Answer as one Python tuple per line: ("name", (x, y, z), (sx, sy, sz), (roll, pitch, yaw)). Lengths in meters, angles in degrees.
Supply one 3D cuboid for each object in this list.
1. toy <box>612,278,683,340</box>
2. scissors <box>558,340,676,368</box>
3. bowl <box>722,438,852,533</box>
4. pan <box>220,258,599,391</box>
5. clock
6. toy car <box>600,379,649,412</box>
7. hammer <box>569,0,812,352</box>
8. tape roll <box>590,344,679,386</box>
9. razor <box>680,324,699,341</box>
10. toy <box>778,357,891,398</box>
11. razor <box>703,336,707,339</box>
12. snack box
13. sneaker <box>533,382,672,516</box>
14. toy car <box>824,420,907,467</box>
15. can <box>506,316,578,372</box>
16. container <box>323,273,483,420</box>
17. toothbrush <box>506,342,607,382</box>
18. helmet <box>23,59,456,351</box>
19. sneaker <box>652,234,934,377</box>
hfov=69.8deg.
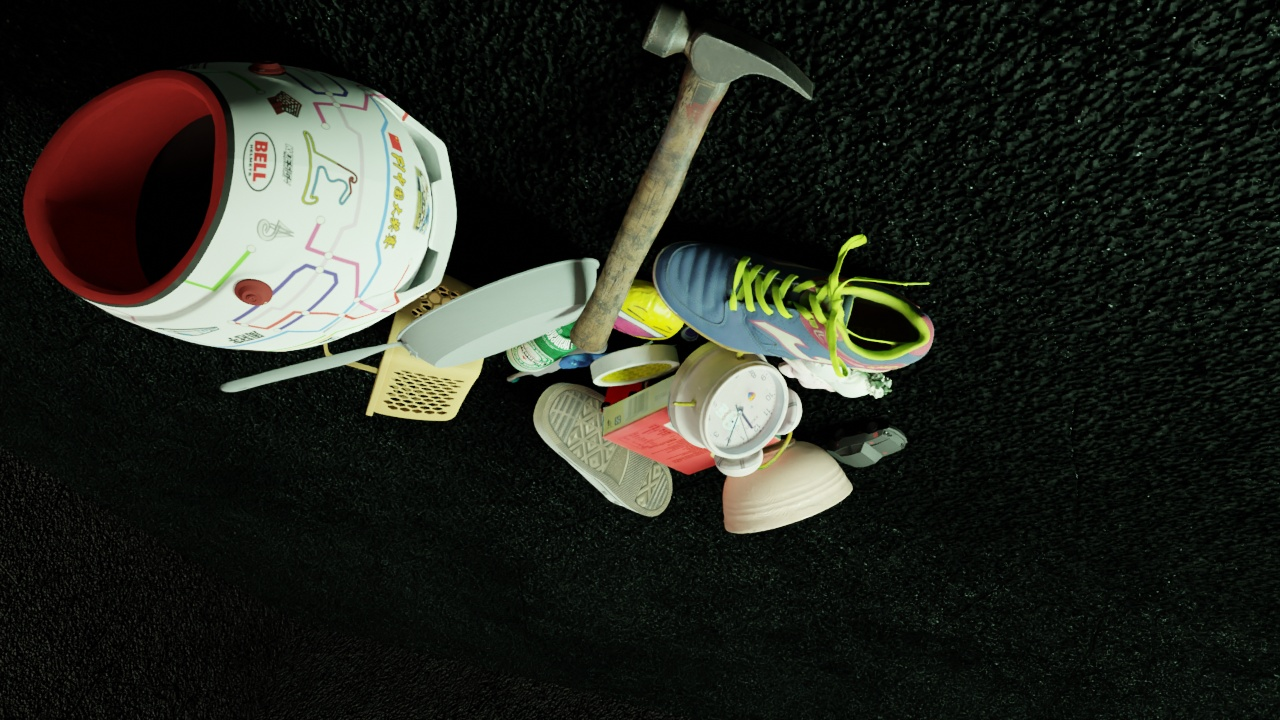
("toy", (-0.002, -0.050, 0.905), (0.095, 0.041, 0.094), (30, 154, -32))
("scissors", (-0.029, -0.004, 0.979), (0.118, 0.014, 0.130), (-2, 171, -35))
("bowl", (0.158, 0.135, 1.052), (0.153, 0.152, 0.076), (-19, 91, 47))
("pan", (-0.200, -0.018, 0.847), (0.356, 0.051, 0.201), (-22, 177, -12))
("clock", (0.100, 0.052, 0.925), (0.158, 0.116, 0.059), (50, 172, -36))
("toy car", (-0.015, 0.036, 1.057), (0.025, 0.038, 0.090), (31, 148, -26))
("hammer", (0.012, -0.113, 0.728), (0.120, 0.033, 0.331), (22, 137, -6))
("tape roll", (-0.006, 0.006, 0.973), (0.094, 0.019, 0.094), (-11, 167, -3))
("razor", (0.068, -0.051, 0.886), (0.044, 0.018, 0.141), (22, 150, -6))
("toy", (0.182, 0.007, 0.897), (0.095, 0.041, 0.109), (32, 161, -22))
("razor", (0.119, -0.039, 0.858), (0.144, 0.021, 0.044), (-9, 160, 23))
("snack box", (0.057, 0.072, 1.024), (0.145, 0.040, 0.143), (28, 140, -36))
("sneaker", (-0.059, 0.111, 1.173), (0.097, 0.091, 0.245), (9, 154, 46))
("toy car", (0.247, 0.095, 1.006), (0.042, 0.036, 0.092), (35, 147, -26))
("can", (-0.104, -0.023, 0.995), (0.053, 0.053, 0.101), (32, 147, -22))
("container", (-0.263, -0.021, 1.011), (0.167, 0.129, 0.184), (16, 154, -15))
("toothbrush", (-0.104, 0.003, 1.072), (0.019, 0.018, 0.188), (38, 145, -27))
("helmet", (-0.313, -0.122, 0.773), (0.315, 0.231, 0.235), (-2, 174, 28))
("sneaker", (0.129, -0.055, 0.776), (0.242, 0.116, 0.091), (15, 179, -1))
